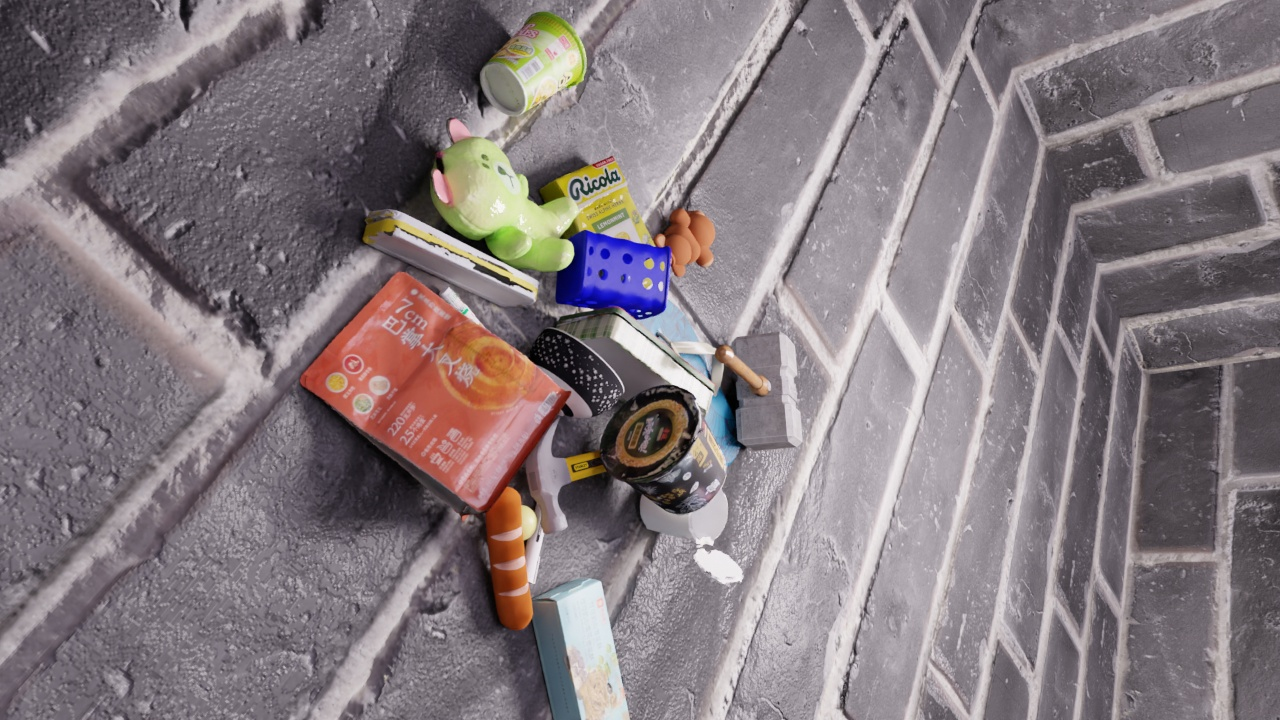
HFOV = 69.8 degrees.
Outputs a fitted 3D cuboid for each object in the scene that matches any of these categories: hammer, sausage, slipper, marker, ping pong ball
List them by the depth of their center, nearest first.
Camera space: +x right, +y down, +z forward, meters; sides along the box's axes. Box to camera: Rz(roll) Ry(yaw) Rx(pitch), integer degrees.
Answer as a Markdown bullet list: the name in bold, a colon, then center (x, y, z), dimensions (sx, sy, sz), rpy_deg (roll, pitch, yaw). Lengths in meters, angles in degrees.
- **sausage**: center (-0.143, 0.213, 0.991), dimensions (0.039, 0.044, 0.164), rpy_deg (-12, 107, -27)
- **ping pong ball**: center (-0.136, 0.181, 1.026), dimensions (0.040, 0.040, 0.040), rpy_deg (14, 71, -46)
- **marker**: center (-0.178, -0.025, 1.044), dimensions (0.145, 0.017, 0.017), rpy_deg (53, 47, -27)
- **marker**: center (-0.117, 0.192, 1.061), dimensions (0.020, 0.017, 0.133), rpy_deg (24, 63, -25)
- **hammer**: center (-0.027, 0.121, 1.158), dimensions (0.322, 0.029, 0.127), rpy_deg (-8, 79, -54)
- **hammer**: center (0.150, 0.023, 1.261), dimensions (0.317, 0.083, 0.162), rpy_deg (32, 53, -67)
- **slipper**: center (0.082, 0.024, 1.293), dimensions (0.295, 0.060, 0.117), rpy_deg (60, 41, -22)

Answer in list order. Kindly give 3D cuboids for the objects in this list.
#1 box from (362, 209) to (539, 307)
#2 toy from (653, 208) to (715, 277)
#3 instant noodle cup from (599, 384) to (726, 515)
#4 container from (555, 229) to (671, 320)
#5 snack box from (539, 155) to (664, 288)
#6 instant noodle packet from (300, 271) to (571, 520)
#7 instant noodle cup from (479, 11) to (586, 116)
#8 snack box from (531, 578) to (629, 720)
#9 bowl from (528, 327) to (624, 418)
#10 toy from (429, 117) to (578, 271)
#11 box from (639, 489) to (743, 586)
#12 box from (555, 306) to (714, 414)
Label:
- **box**: center (-0.202, -0.110, 1.003), dimensions (0.209, 0.065, 0.037), rpy_deg (26, 70, -42)
- **toy**: center (0.059, -0.165, 1.321), dimensions (0.127, 0.065, 0.095), rpy_deg (-43, 105, -35)
- **instant noodle cup**: center (0.037, 0.115, 1.116), dimensions (0.112, 0.137, 0.137), rpy_deg (50, 48, -40)
- **container**: center (-0.035, -0.102, 1.108), dimensions (0.113, 0.085, 0.084), rpy_deg (9, 79, -27)
- **snack box**: center (-0.042, -0.165, 1.194), dimensions (0.121, 0.045, 0.181), rpy_deg (-34, 101, -44)
- **instant noodle packet**: center (-0.206, 0.031, 0.931), dimensions (0.221, 0.084, 0.164), rpy_deg (41, 61, -12)
- **instant noodle cup**: center (-0.136, -0.355, 1.118), dimensions (0.107, 0.099, 0.099), rpy_deg (-49, 118, -34)
- **snack box**: center (-0.070, 0.345, 1.053), dimensions (0.074, 0.053, 0.174), rpy_deg (-12, 91, -50)
- **bowl**: center (-0.086, 0.026, 1.068), dimensions (0.066, 0.120, 0.120), rpy_deg (-51, 121, -18)
- **toy**: center (-0.164, -0.173, 1.035), dimensions (0.196, 0.107, 0.149), rpy_deg (30, 40, -30)
- **box**: center (0.070, 0.216, 1.170), dimensions (0.084, 0.156, 0.125), rpy_deg (17, 79, -41)
- **box**: center (-0.007, 0.007, 1.155), dimensions (0.205, 0.118, 0.050), rpy_deg (36, 58, -36)
